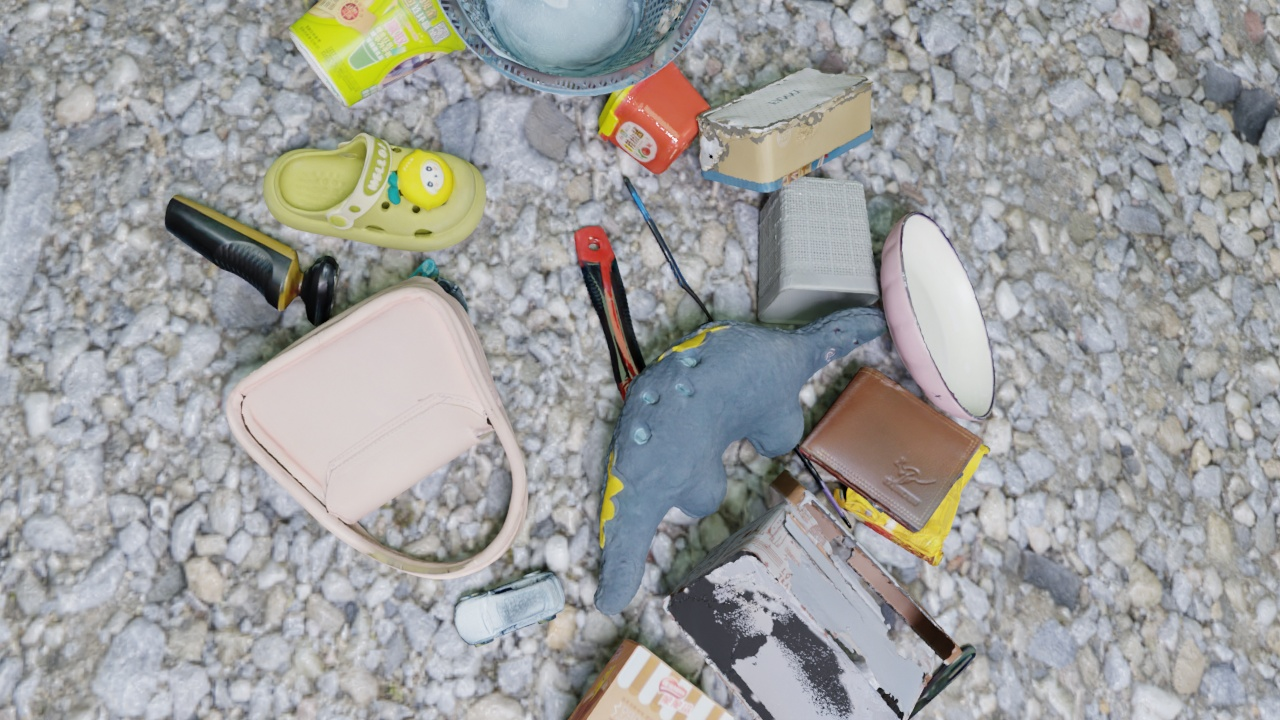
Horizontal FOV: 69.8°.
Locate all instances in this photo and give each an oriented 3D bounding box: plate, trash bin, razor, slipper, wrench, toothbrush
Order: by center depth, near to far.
[{"bbox_3d":[-0.327,-0.091,0.775,0.167,0.062,0.067,29,43,4],"label":"razor"},{"bbox_3d":[-0.060,-0.329,0.780,0.226,0.195,0.226,-1,98,-6],"label":"trash bin"},{"bbox_3d":[0.226,0.305,0.783,0.180,0.018,0.015,-36,82,-17],"label":"toothbrush"},{"bbox_3d":[-0.229,-0.147,0.786,0.190,0.082,0.091,3,78,-6],"label":"slipper"},{"bbox_3d":[0.259,-0.036,0.816,0.192,0.039,0.192,28,52,-44],"label":"plate"},{"bbox_3d":[0.131,0.070,0.816,0.016,0.014,0.189,-31,76,-7],"label":"toothbrush"},{"bbox_3d":[-0.005,0.005,0.818,0.056,0.016,0.273,-19,80,-17],"label":"wrench"},{"bbox_3d":[0.028,-0.089,0.849,0.016,0.014,0.189,-30,82,9],"label":"toothbrush"}]

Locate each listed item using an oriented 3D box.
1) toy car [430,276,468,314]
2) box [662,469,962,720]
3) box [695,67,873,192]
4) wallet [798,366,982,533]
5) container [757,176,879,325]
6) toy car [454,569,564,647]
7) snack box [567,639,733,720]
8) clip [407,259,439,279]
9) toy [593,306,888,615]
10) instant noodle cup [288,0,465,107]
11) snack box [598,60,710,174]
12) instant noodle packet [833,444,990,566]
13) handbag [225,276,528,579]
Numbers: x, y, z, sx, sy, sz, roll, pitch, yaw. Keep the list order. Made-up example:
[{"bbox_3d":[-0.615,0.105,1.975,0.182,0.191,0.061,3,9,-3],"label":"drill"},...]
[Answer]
[{"bbox_3d":[-0.193,-0.025,0.785,0.105,0.031,0.049,-45,89,-6],"label":"toy car"},{"bbox_3d":[0.153,0.185,0.747,0.182,0.153,0.177,50,42,4],"label":"box"},{"bbox_3d":[0.138,-0.215,0.835,0.183,0.061,0.090,-29,39,-33],"label":"box"},{"bbox_3d":[0.214,0.075,0.790,0.124,0.032,0.101,36,75,12],"label":"wallet"},{"bbox_3d":[0.158,-0.100,0.834,0.090,0.090,0.114,3,73,-9],"label":"container"},{"bbox_3d":[-0.106,0.201,0.744,0.090,0.034,0.043,-17,83,-12],"label":"toy car"},{"bbox_3d":[0.002,0.286,0.718,0.093,0.077,0.094,37,74,1],"label":"snack box"},{"bbox_3d":[-0.198,-0.065,0.800,0.014,0.040,0.056,41,78,5],"label":"clip"},{"bbox_3d":[0.063,0.045,0.765,0.355,0.091,0.138,-41,90,-15],"label":"toy"},{"bbox_3d":[-0.237,-0.290,0.810,0.123,0.112,0.111,-39,85,-9],"label":"instant noodle cup"},{"bbox_3d":[0.015,-0.224,0.841,0.080,0.091,0.082,42,73,-5],"label":"snack box"},{"bbox_3d":[0.243,0.101,0.821,0.111,0.044,0.128,31,71,1],"label":"instant noodle packet"},{"bbox_3d":[-0.186,0.070,0.731,0.193,0.093,0.234,-33,96,1],"label":"handbag"}]
